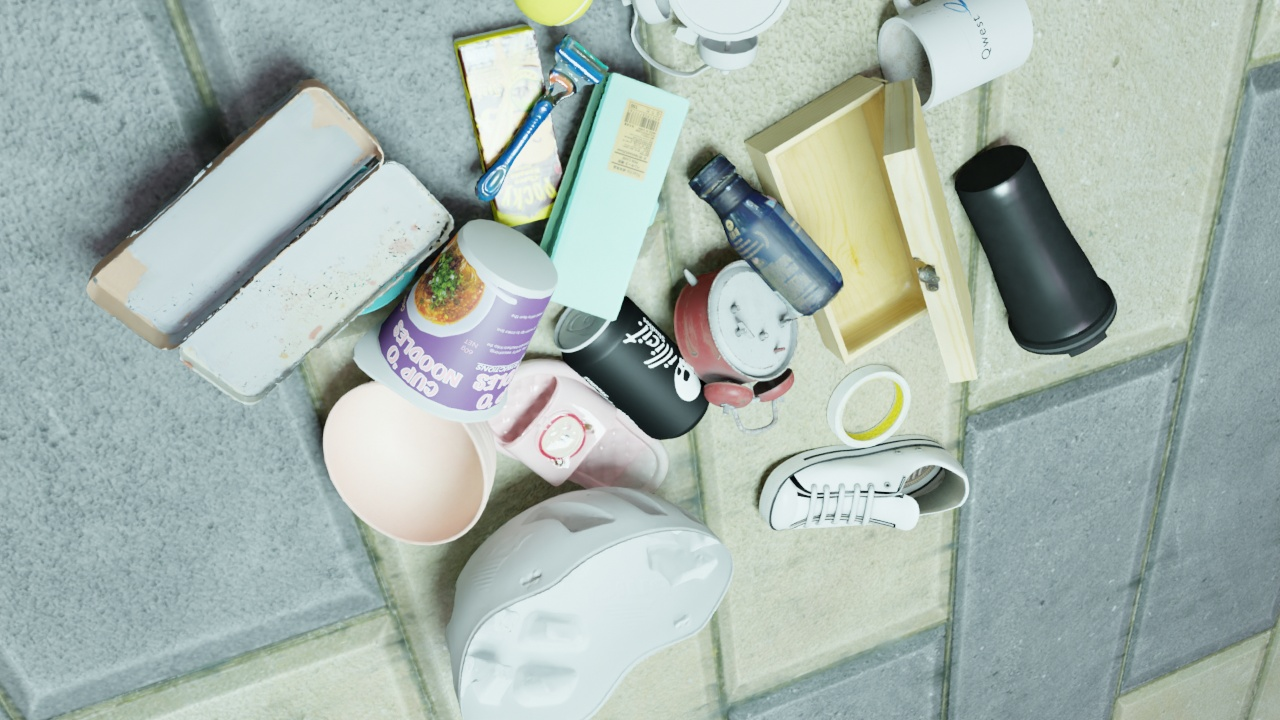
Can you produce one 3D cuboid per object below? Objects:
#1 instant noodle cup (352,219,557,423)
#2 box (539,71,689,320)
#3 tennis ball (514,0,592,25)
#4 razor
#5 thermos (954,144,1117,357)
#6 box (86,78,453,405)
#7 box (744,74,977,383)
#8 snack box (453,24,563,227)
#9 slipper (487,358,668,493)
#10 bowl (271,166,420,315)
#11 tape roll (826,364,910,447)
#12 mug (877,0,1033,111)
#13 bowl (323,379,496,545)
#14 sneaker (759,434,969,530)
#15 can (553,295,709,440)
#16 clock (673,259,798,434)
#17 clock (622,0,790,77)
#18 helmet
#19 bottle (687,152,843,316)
[{"bbox_3d":[-0.135,-0.038,0.710,0.136,0.122,0.122,7,131,-44],"label":"instant noodle cup"},{"bbox_3d":[-0.020,-0.128,0.732,0.077,0.080,0.189,9,107,-47],"label":"box"},{"bbox_3d":[-0.064,-0.278,0.666,0.065,0.065,0.065,-10,119,-18],"label":"tennis ball"},{"bbox_3d":[-0.084,-0.181,0.705,0.044,0.018,0.141,33,104,-31],"label":"razor"},{"bbox_3d":[0.394,-0.109,0.925,0.106,0.106,0.218,-39,119,1],"label":"thermos"},{"bbox_3d":[-0.257,-0.077,0.656,0.216,0.043,0.151,-42,120,2],"label":"box"},{"bbox_3d":[0.226,-0.117,0.836,0.141,0.185,0.248,-45,128,-21],"label":"box"},{"bbox_3d":[-0.100,-0.182,0.725,0.061,0.025,0.149,-17,121,-13],"label":"snack box"},{"bbox_3d":[-0.057,0.072,0.861,0.221,0.055,0.107,34,98,-34],"label":"slipper"},{"bbox_3d":[-0.232,-0.098,0.704,0.121,0.046,0.121,-9,119,-17],"label":"bowl"},{"bbox_3d":[0.248,0.050,0.994,0.094,0.019,0.094,-9,119,-17],"label":"tape roll"},{"bbox_3d":[0.263,-0.290,0.792,0.096,0.083,0.119,-26,94,-8],"label":"mug"},{"bbox_3d":[-0.185,0.073,0.783,0.153,0.076,0.153,6,113,14],"label":"bowl"},{"bbox_3d":[0.253,0.152,1.004,0.245,0.097,0.091,-5,118,-20],"label":"sneaker"},{"bbox_3d":[-0.005,0.005,0.831,0.080,0.080,0.146,-44,124,4],"label":"can"},{"bbox_3d":[0.096,-0.013,0.827,0.109,0.062,0.156,-10,87,-38],"label":"clock"},{"bbox_3d":[0.056,-0.287,0.701,0.120,0.060,0.160,28,135,-21],"label":"clock"},{"bbox_3d":[-0.051,0.220,0.846,0.283,0.183,0.224,-34,146,29],"label":"helmet"},{"bbox_3d":[0.109,-0.110,0.801,0.056,0.056,0.161,-43,97,4],"label":"bottle"}]
